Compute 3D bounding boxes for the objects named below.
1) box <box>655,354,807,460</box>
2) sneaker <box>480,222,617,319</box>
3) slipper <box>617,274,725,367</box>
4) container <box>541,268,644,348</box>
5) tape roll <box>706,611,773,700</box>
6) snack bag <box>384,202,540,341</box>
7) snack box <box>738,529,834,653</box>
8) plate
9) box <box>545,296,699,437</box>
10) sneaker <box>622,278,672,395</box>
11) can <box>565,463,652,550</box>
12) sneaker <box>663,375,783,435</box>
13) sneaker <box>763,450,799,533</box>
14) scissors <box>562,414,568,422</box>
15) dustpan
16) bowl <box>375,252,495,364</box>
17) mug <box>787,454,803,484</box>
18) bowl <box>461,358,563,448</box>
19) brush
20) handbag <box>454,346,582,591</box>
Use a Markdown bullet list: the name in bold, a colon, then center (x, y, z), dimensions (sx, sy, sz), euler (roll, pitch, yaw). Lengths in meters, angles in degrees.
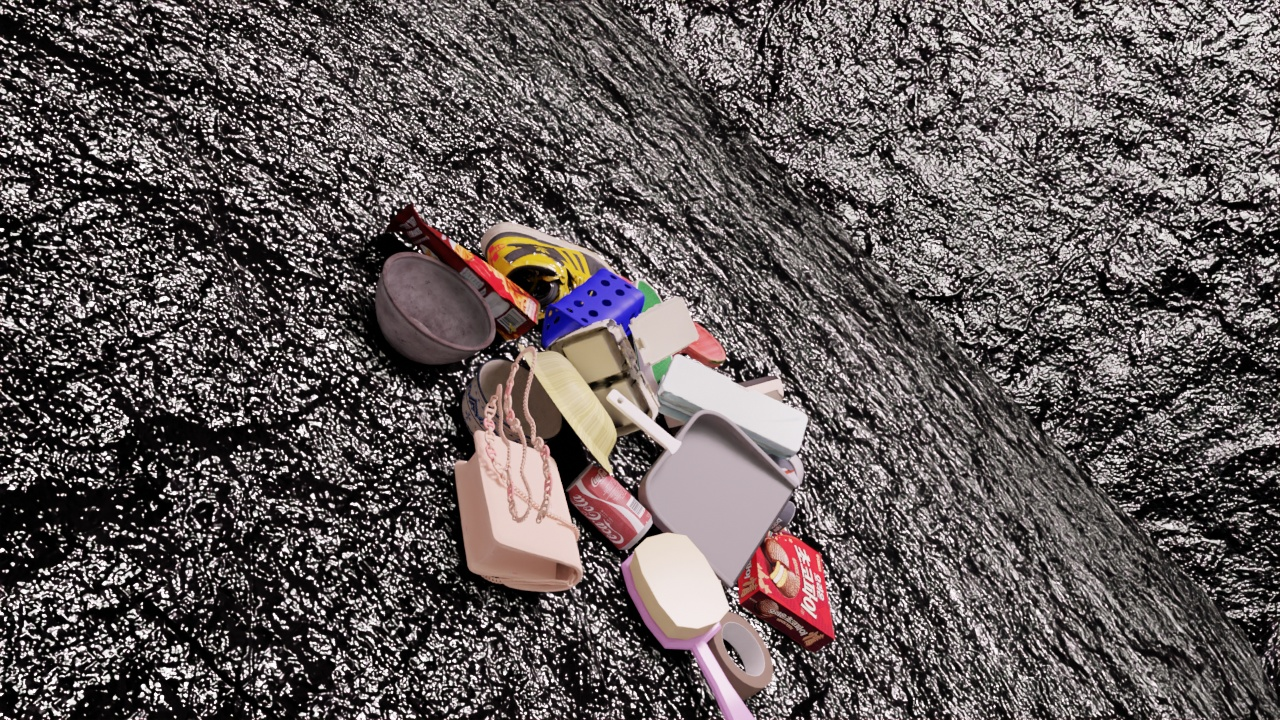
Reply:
- **box**: center (0.118, 0.065, 1.199), dimensions (0.199, 0.073, 0.085), euler (24, 20, -2)
- **sneaker**: center (-0.109, -0.104, 1.291), dimensions (0.238, 0.086, 0.122), euler (21, 29, -33)
- **slipper**: center (0.020, -0.054, 1.446), dimensions (0.249, 0.059, 0.103), euler (36, 24, 16)
- **container**: center (-0.063, -0.055, 1.233), dimensions (0.084, 0.085, 0.113), euler (34, 49, 16)
- **tape roll**: center (0.106, 0.334, 1.041), dimensions (0.093, 0.030, 0.093), euler (34, 28, -22)
- **snack bag**: center (-0.222, -0.107, 1.133), dimensions (0.208, 0.066, 0.139), euler (38, -13, -20)
- **snack box**: center (0.189, 0.289, 1.221), dimensions (0.132, 0.036, 0.151), euler (36, 27, -18)
- **plate**: center (-0.072, 0.046, 1.061), dimensions (0.184, 0.036, 0.184), euler (54, -2, 2)
- **box**: center (-0.005, 0.006, 1.143), dimensions (0.143, 0.182, 0.080), euler (65, 25, -16)
- **sneaker**: center (-0.002, -0.021, 1.327), dimensions (0.084, 0.079, 0.234), euler (34, 35, -36)
- **can**: center (-0.036, 0.167, 1.048), dimensions (0.096, 0.054, 0.053), euler (45, 26, -2)
- **sneaker**: center (0.148, 0.098, 1.386), dimensions (0.293, 0.112, 0.116), euler (-7, 79, -60)
- **sneaker**: center (0.138, 0.179, 1.192), dimensions (0.124, 0.089, 0.239), euler (42, 44, 3)
- **scissors**: center (-0.137, 0.038, 1.122), dimensions (0.130, 0.019, 0.134), euler (49, 23, 0)
- **dustpan**: center (0.058, 0.126, 1.099), dimensions (0.257, 0.033, 0.162), euler (40, 61, -1)
- **bowl**: center (-0.242, -0.047, 1.038), dimensions (0.145, 0.067, 0.144), euler (34, 28, -22)
- **mug**: center (0.196, 0.162, 1.397), dimensions (0.107, 0.071, 0.089), euler (24, 10, 19)
- **bowl**: center (-0.150, 0.061, 1.027), dimensions (0.115, 0.059, 0.115), euler (34, 28, -22)
- **brush**: center (0.061, 0.288, 0.984), dimensions (0.089, 0.043, 0.228), euler (-8, 49, -33)
- **handbag**: center (-0.087, 0.120, 0.887), dimensions (0.116, 0.188, 0.198), euler (19, 31, -30)
